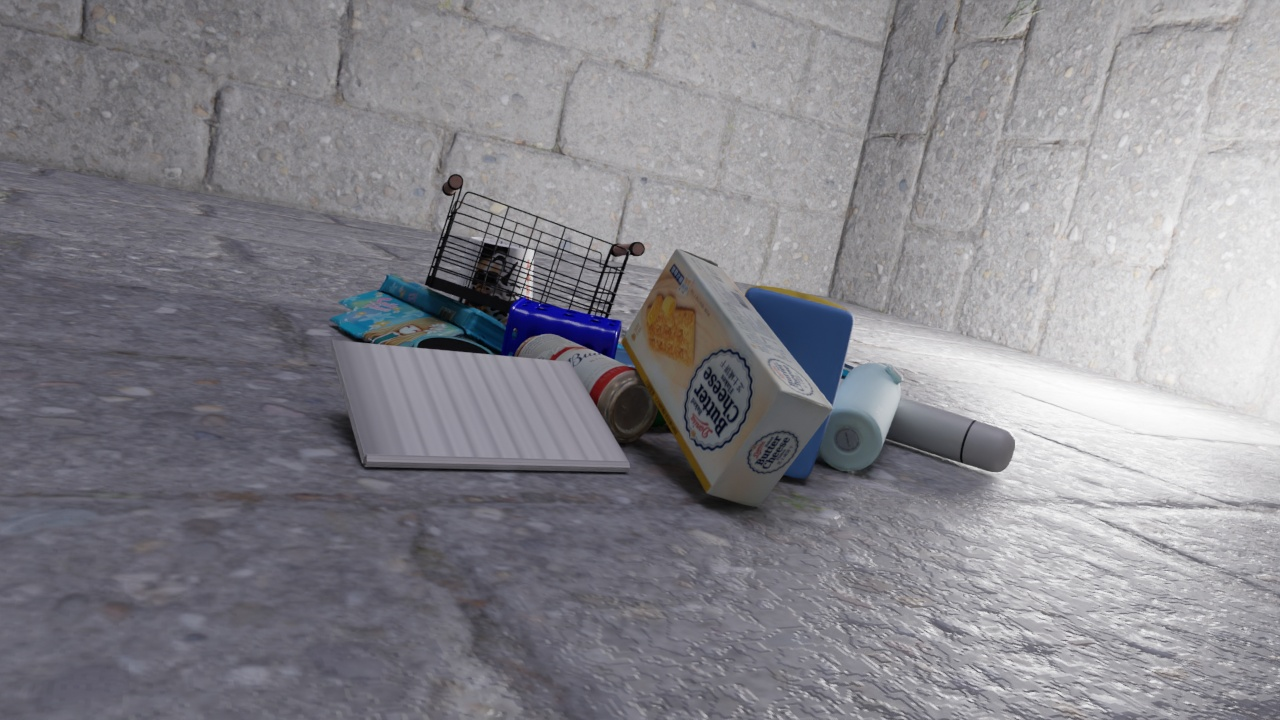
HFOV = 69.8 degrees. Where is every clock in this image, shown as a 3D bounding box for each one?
[{"bbox_3d":[-0.173,0.010,0.813,0.090,0.053,0.124,4,24,-33],"label":"clock"}]

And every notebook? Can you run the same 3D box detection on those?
[{"bbox_3d":[-0.124,0.037,0.718,0.209,0.009,0.142,6,33,-32],"label":"notebook"}]

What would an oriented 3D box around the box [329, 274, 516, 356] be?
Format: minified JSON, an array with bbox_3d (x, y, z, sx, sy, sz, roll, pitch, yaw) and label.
[{"bbox_3d":[-0.259,-0.053,1.083,0.181,0.072,0.227,4,12,-43],"label":"box"}]

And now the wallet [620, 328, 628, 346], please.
[{"bbox_3d":[0.013,-0.026,1.327,0.115,0.037,0.118,15,7,20],"label":"wallet"}]

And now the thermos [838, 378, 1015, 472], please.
[{"bbox_3d":[0.311,0.072,1.050,0.224,0.052,0.052,18,12,36],"label":"thermos"}]

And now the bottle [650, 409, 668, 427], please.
[{"bbox_3d":[0.038,0.047,0.905,0.111,0.043,0.043,5,12,-37],"label":"bottle"}]

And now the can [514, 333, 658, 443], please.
[{"bbox_3d":[-0.055,0.022,0.861,0.067,0.067,0.170,4,12,-38],"label":"can"}]

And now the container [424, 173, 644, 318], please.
[{"bbox_3d":[-0.137,-0.118,1.110,0.241,0.130,0.163,18,1,-17],"label":"container"}]

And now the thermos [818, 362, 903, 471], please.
[{"bbox_3d":[0.231,0.052,0.955,0.065,0.078,0.206,47,24,6],"label":"thermos"}]

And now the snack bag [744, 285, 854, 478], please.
[{"bbox_3d":[0.132,0.010,0.880,0.102,0.159,0.205,15,8,6],"label":"snack bag"}]

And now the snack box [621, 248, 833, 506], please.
[{"bbox_3d":[0.061,0.009,0.746,0.057,0.104,0.207,17,28,-33],"label":"snack box"}]

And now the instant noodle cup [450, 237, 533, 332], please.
[{"bbox_3d":[-0.197,-0.098,1.237,0.123,0.122,0.123,11,10,-2],"label":"instant noodle cup"}]

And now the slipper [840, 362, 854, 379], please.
[{"bbox_3d":[0.165,0.014,1.148,0.294,0.060,0.118,22,-17,-33],"label":"slipper"}]

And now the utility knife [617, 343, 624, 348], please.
[{"bbox_3d":[-0.025,-0.002,1.205,0.031,0.015,0.174,6,12,-12],"label":"utility knife"}]

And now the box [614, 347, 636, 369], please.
[{"bbox_3d":[-0.006,0.000,1.086,0.209,0.034,0.127,7,7,3],"label":"box"}]

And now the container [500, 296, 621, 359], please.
[{"bbox_3d":[-0.084,-0.012,0.984,0.113,0.084,0.085,13,11,1],"label":"container"}]
